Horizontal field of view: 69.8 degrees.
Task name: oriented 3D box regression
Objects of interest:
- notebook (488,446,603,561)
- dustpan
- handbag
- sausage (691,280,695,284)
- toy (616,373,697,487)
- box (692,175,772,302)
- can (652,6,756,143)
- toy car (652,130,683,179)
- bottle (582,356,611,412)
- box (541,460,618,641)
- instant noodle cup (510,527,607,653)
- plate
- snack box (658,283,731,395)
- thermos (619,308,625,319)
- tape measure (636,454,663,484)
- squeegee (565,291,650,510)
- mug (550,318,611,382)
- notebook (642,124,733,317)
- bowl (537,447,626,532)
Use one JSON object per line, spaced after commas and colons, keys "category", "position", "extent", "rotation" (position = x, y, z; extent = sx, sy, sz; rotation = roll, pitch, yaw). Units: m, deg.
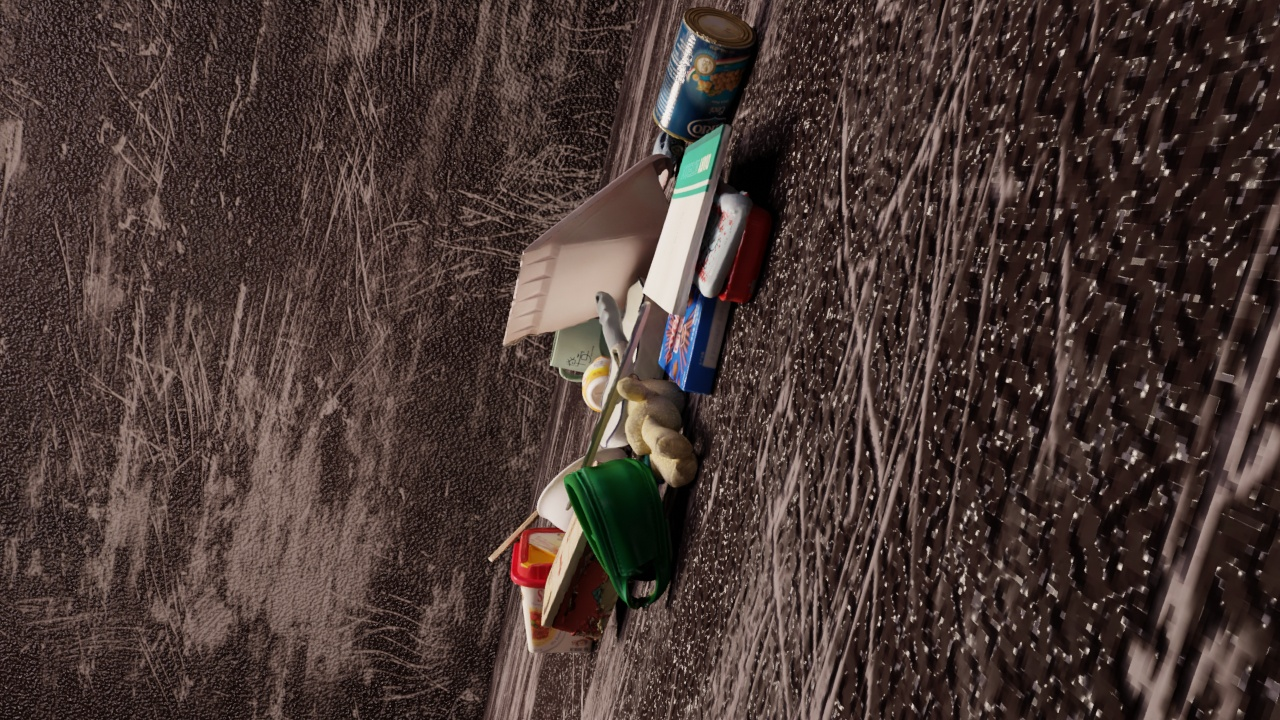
{"category": "notebook", "position": [-0.108, 0.173, 1.194], "extent": [0.208, 0.008, 0.147], "rotation": [-46, -4, 3]}
{"category": "dustpan", "position": [-0.064, -0.151, 1.151], "extent": [0.138, 0.272, 0.223], "rotation": [67, 155, 21]}
{"category": "handbag", "position": [-0.018, 0.148, 0.804], "extent": [0.131, 0.068, 0.120], "rotation": [162, 93, -78]}
{"category": "sausage", "position": [0.057, -0.123, 0.920], "extent": [0.020, 0.020, 0.156], "rotation": [-149, 71, -82]}
{"category": "toy", "position": [0.019, 0.058, 0.805], "extent": [0.105, 0.066, 0.157], "rotation": [60, -177, -20]}
{"category": "box", "position": [0.062, -0.107, 0.760], "extent": [0.201, 0.048, 0.087], "rotation": [-103, 27, -73]}
{"category": "can", "position": [0.063, -0.284, 0.912], "extent": [0.111, 0.075, 0.075], "rotation": [111, 168, -45]}
{"category": "toy car", "position": [0.039, -0.297, 1.246], "extent": [0.054, 0.037, 0.120], "rotation": [114, 168, -58]}
{"category": "bottle", "position": [-0.050, 0.029, 1.284], "extent": [0.108, 0.063, 0.063], "rotation": [-99, 22, -69]}
{"category": "box", "position": [-0.038, 0.200, 0.944], "extent": [0.091, 0.079, 0.169], "rotation": [-95, 24, -67]}
{"category": "instant noodle cup", "position": [-0.096, 0.278, 1.106], "extent": [0.116, 0.116, 0.124], "rotation": [-106, 16, -73]}
{"category": "plate", "position": [-0.006, 0.006, 1.079], "extent": [0.205, 0.045, 0.205], "rotation": [-169, 91, -81]}
{"category": "snack box", "position": [0.046, -0.024, 0.822], "extent": [0.157, 0.026, 0.084], "rotation": [-129, 51, -80]}
{"category": "thermos", "position": [-0.028, -0.179, 1.445], "extent": [0.070, 0.070, 0.221], "rotation": [-107, 31, -74]}
{"category": "tape measure", "position": [0.010, 0.095, 0.902], "extent": [0.055, 0.025, 0.058], "rotation": [132, 150, -72]}
{"category": "squeegee", "position": [-0.028, -0.008, 0.968], "extent": [0.246, 0.039, 0.247], "rotation": [-97, 24, -58]}
{"category": "mug", "position": [-0.080, -0.011, 1.388], "extent": [0.082, 0.106, 0.112], "rotation": [-90, 15, -53]}
{"category": "notebook", "position": [0.037, -0.120, 0.796], "extent": [0.209, 0.012, 0.150], "rotation": [-124, 49, -80]}
{"category": "bowl", "position": [-0.048, 0.159, 1.019], "extent": [0.064, 0.118, 0.119], "rotation": [51, 142, 28]}
